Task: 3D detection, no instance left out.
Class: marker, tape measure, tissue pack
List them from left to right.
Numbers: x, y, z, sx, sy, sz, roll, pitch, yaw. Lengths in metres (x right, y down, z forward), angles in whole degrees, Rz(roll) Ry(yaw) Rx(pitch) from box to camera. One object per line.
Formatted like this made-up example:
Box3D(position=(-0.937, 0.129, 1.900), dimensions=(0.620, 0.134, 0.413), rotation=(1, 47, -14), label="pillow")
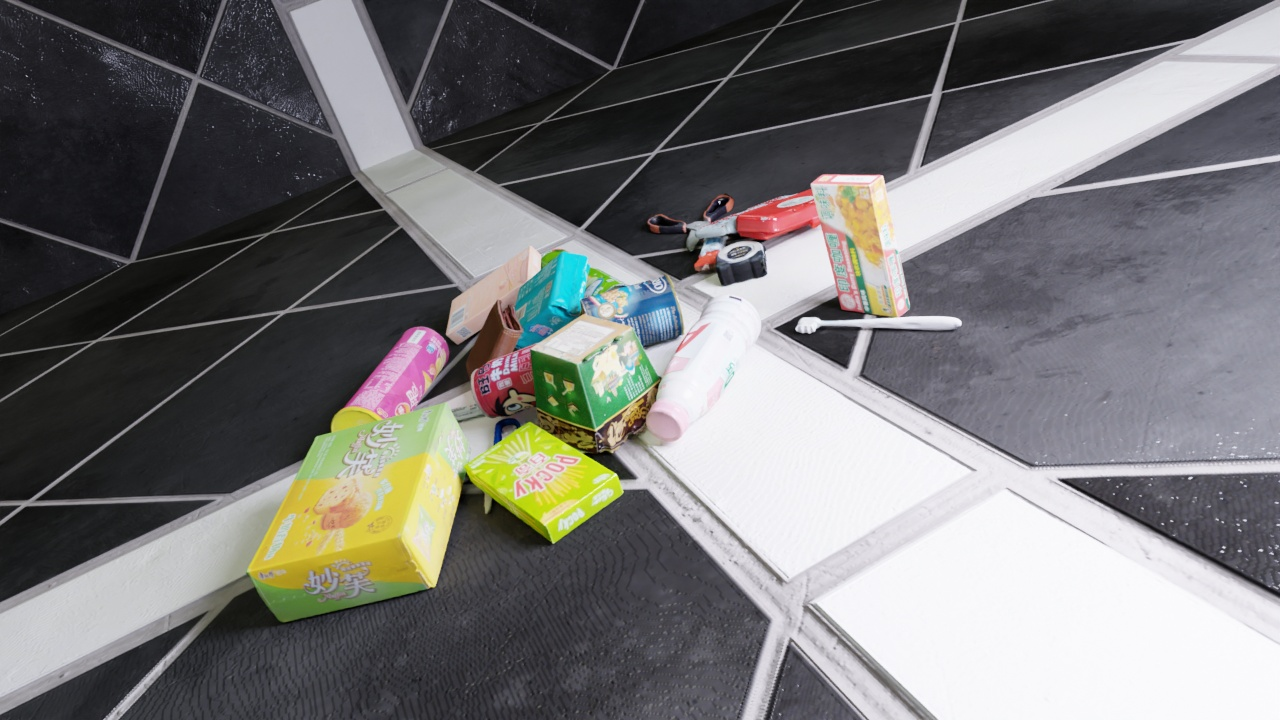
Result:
Box3D(position=(-0.208, 0.062, 1.084), dimensions=(0.145, 0.017, 0.017), rotation=(-15, 26, 9), label="marker")
Box3D(position=(-0.115, -0.074, 1.165), dimensions=(0.134, 0.050, 0.093), rotation=(-32, 40, 46), label="tissue pack")
Box3D(position=(0.133, -0.129, 1.205), dimensions=(0.066, 0.033, 0.065), rotation=(-10, 29, 14), label="tape measure")

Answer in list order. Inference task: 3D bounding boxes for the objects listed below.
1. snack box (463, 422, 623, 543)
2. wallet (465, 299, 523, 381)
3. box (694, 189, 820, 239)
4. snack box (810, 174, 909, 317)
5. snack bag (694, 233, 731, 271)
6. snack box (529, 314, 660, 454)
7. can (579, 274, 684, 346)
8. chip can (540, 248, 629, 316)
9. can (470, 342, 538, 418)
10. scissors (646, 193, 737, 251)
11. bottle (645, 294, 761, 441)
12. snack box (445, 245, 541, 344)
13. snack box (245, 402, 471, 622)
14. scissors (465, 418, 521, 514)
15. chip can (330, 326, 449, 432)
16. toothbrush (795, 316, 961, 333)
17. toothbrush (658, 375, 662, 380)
Box3D(position=(-0.096, 0.113, 0.882), dimensions=(0.085, 0.026, 0.156), rotation=(-33, 33, -25), label="snack box")
Box3D(position=(-0.183, -0.012, 1.141), dimensions=(0.101, 0.032, 0.124), rotation=(-62, 22, 12), label="wallet")
Box3D(position=(0.191, -0.208, 1.282), dimensions=(0.200, 0.039, 0.158), rotation=(-25, 25, -37), label="box")
Box3D(position=(0.235, -0.121, 0.976), dimensions=(0.027, 0.156, 0.077), rotation=(-37, 31, -28), label="snack box")
Box3D(position=(0.102, -0.154, 1.283), dimensions=(0.048, 0.026, 0.104), rotation=(-6, 27, 11), label="snack bag")
Box3D(position=(-0.050, 0.018, 0.948), dimensions=(0.118, 0.106, 0.118), rotation=(-35, 34, -33), label="snack box")
Box3D(position=(-0.012, -0.051, 1.090), dimensions=(0.111, 0.075, 0.075), rotation=(-16, 25, -6), label="can")
Box3D(position=(-0.073, -0.095, 1.236), dimensions=(0.072, 0.072, 0.236), rotation=(-27, 27, -16), label="chip can")
Box3D(position=(-0.135, 0.023, 1.027), dimensions=(0.094, 0.066, 0.066), rotation=(-19, 25, 19), label="can")
Box3D(position=(0.083, -0.212, 1.423), dimensions=(0.189, 0.015, 0.224), rotation=(-5, 28, 26), label="scissors")
Box3D(position=(0.064, 0.007, 0.949), dimensions=(0.068, 0.068, 0.196), rotation=(-2, 34, 32), label="bottle")
Box3D(position=(-0.207, -0.092, 1.299), dimensions=(0.158, 0.026, 0.084), rotation=(-30, 36, 22), label="snack box")
Box3D(position=(-0.264, 0.141, 0.891), dimensions=(0.158, 0.070, 0.209), rotation=(-15, 31, 10), label="snack box")
Box3D(position=(-0.160, 0.108, 0.966), dimensions=(0.163, 0.012, 0.173), rotation=(-7, 29, 21), label="scissors")
Box3D(position=(-0.305, 0.035, 1.142), dimensions=(0.071, 0.071, 0.210), rotation=(-11, 26, 16), label="chip can")
Box3D(position=(0.246, -0.037, 0.966), dimensions=(0.180, 0.016, 0.016), rotation=(1, 40, 37), label="toothbrush")
Box3D(position=(-0.006, 0.006, 1.056), dimensions=(0.014, 0.017, 0.189), rotation=(-21, 23, -16), label="toothbrush")
